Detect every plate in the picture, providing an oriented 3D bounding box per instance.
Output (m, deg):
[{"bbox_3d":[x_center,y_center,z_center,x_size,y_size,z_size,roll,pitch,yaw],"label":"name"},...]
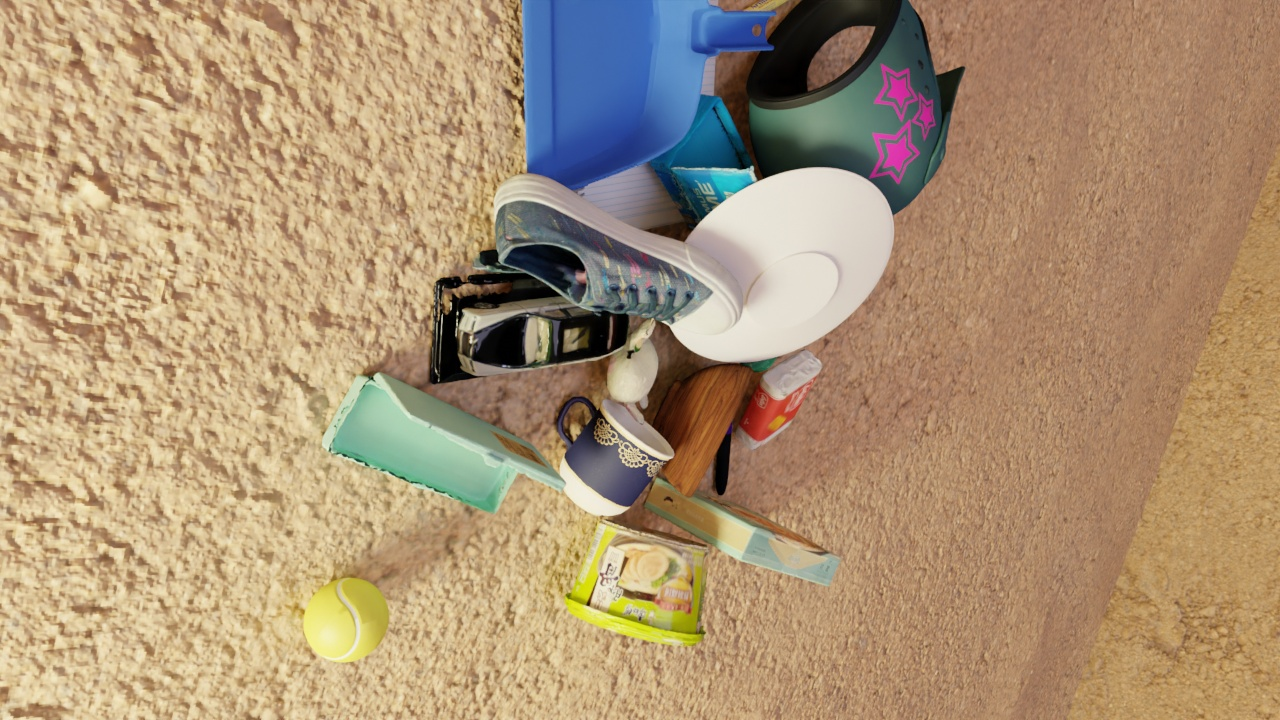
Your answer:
[{"bbox_3d":[0.135,-0.072,0.848,0.229,0.030,0.230,-12,138,-12],"label":"plate"}]

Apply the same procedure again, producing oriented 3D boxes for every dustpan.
[{"bbox_3d":[0.019,-0.278,0.773,0.256,0.060,0.246,-20,120,-43],"label":"dustpan"}]

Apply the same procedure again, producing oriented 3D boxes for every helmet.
[{"bbox_3d":[0.224,-0.252,0.925,0.200,0.177,0.274,52,55,-38],"label":"helmet"}]

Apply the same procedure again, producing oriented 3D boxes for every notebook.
[{"bbox_3d":[0.005,-0.239,0.826,0.177,0.013,0.246,-19,119,-41],"label":"notebook"}]

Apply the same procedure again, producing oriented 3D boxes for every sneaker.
[{"bbox_3d":[-0.020,-0.066,0.760,0.235,0.088,0.079,25,53,-22],"label":"sneaker"}]

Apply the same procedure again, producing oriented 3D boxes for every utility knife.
[{"bbox_3d":[-0.075,-0.087,0.797,0.172,0.029,0.020,-8,134,-42],"label":"utility knife"}]

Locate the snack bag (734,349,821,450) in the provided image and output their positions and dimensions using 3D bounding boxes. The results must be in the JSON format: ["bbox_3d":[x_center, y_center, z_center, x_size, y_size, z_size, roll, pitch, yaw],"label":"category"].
[{"bbox_3d":[0.155,0.046,1.040,0.076,0.036,0.116,-30,154,-33],"label":"snack bag"}]

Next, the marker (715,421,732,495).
[{"bbox_3d":[0.096,0.095,1.048,0.015,0.018,0.134,2,111,-1],"label":"marker"}]

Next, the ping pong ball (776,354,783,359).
[{"bbox_3d":[0.146,-0.020,1.033,0.040,0.040,0.040,-19,119,-39],"label":"ping pong ball"}]

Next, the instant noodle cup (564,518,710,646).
[{"bbox_3d":[0.004,0.220,0.926,0.146,0.146,0.097,23,79,-47],"label":"instant noodle cup"}]

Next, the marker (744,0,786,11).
[{"bbox_3d":[0.122,-0.345,0.893,0.132,0.014,0.014,-39,130,-27],"label":"marker"}]

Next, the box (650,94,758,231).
[{"bbox_3d":[0.118,-0.134,0.895,0.093,0.115,0.243,-56,139,-15],"label":"box"}]

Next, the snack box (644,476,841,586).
[{"bbox_3d":[0.115,0.191,1.016,0.193,0.141,0.044,26,87,-47],"label":"snack box"}]

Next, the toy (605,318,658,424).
[{"bbox_3d":[-0.005,0.005,0.875,0.087,0.050,0.112,-66,154,-58],"label":"toy"}]

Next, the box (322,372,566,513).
[{"bbox_3d":[-0.149,0.079,0.747,0.188,0.093,0.077,35,80,-46],"label":"box"}]

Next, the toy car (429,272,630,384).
[{"bbox_3d":[-0.080,-0.027,0.788,0.191,0.071,0.094,-9,111,-41],"label":"toy car"}]

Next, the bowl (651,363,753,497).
[{"bbox_3d":[0.053,0.060,0.941,0.147,0.069,0.147,-63,176,-8],"label":"bowl"}]

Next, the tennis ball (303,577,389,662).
[{"bbox_3d":[-0.235,0.207,0.735,0.065,0.065,0.065,-19,119,-39],"label":"tennis ball"}]

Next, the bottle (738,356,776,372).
[{"bbox_3d":[0.073,-0.046,0.931,0.209,0.068,0.068,34,82,-46],"label":"bottle"}]

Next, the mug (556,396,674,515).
[{"bbox_3d":[-0.039,0.090,0.873,0.112,0.085,0.089,37,99,-3],"label":"mug"}]
